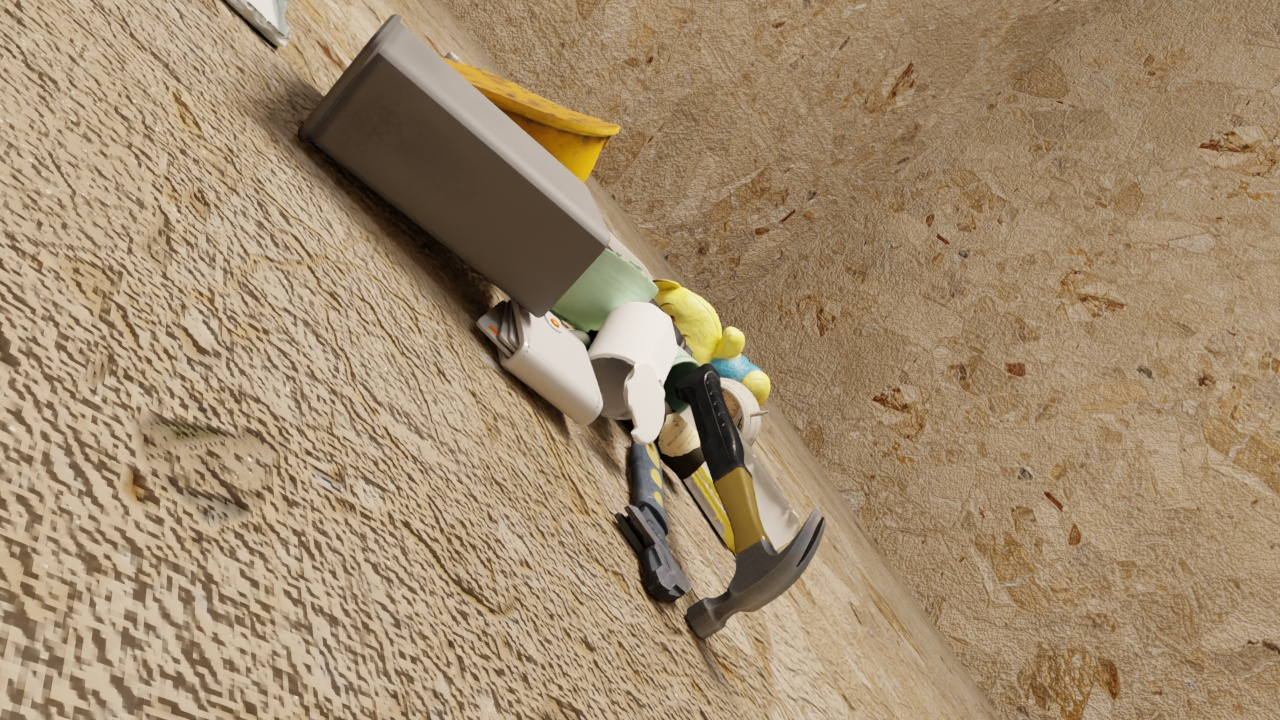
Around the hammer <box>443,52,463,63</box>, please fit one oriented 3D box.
[{"bbox_3d":[-0.168,-0.283,1.238,0.318,0.049,0.121,50,2,17],"label":"hammer"}]

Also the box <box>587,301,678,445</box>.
[{"bbox_3d":[-0.013,0.013,0.829,0.165,0.092,0.083,-62,148,-51],"label":"box"}]

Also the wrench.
[{"bbox_3d":[0.008,0.115,0.750,0.073,0.022,0.273,50,8,-12],"label":"wrench"}]

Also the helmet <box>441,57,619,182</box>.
[{"bbox_3d":[-0.148,-0.218,0.949,0.205,0.131,0.255,5,22,-40],"label":"helmet"}]

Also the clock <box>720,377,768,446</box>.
[{"bbox_3d":[0.072,0.063,1.127,0.157,0.103,0.061,28,8,20],"label":"clock"}]

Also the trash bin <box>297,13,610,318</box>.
[{"bbox_3d":[-0.144,-0.160,0.742,0.220,0.098,0.191,39,13,-24],"label":"trash bin"}]

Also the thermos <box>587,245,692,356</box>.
[{"bbox_3d":[-0.015,-0.043,1.087,0.198,0.086,0.086,49,9,-17],"label":"thermos"}]

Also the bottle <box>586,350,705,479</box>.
[{"bbox_3d":[-0.008,0.040,0.915,0.184,0.045,0.045,44,9,-2],"label":"bottle"}]

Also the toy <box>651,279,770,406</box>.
[{"bbox_3d":[0.073,-0.001,1.208,0.214,0.149,0.083,47,31,12],"label":"toy"}]

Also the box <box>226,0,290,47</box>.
[{"bbox_3d":[-0.327,-0.350,0.798,0.215,0.106,0.127,-119,-169,-50],"label":"box"}]

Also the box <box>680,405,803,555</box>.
[{"bbox_3d":[0.082,0.124,1.011,0.117,0.057,0.210,-7,50,-37],"label":"box"}]

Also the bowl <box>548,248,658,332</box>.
[{"bbox_3d":[-0.064,-0.078,0.934,0.151,0.077,0.151,29,-4,2],"label":"bowl"}]

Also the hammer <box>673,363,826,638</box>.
[{"bbox_3d":[0.074,0.090,0.785,0.025,0.118,0.332,50,13,-24],"label":"hammer"}]

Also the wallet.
[{"bbox_3d":[-0.087,-0.013,0.738,0.115,0.037,0.118,41,13,-29],"label":"wallet"}]

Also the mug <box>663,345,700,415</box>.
[{"bbox_3d":[-0.006,0.006,0.985,0.111,0.084,0.104,3,32,-44],"label":"mug"}]

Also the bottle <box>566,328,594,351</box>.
[{"bbox_3d":[-0.064,-0.017,0.858,0.025,0.025,0.106,54,19,16],"label":"bottle"}]

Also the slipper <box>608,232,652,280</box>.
[{"bbox_3d":[-0.078,-0.125,1.161,0.113,0.080,0.266,5,-25,30],"label":"slipper"}]
